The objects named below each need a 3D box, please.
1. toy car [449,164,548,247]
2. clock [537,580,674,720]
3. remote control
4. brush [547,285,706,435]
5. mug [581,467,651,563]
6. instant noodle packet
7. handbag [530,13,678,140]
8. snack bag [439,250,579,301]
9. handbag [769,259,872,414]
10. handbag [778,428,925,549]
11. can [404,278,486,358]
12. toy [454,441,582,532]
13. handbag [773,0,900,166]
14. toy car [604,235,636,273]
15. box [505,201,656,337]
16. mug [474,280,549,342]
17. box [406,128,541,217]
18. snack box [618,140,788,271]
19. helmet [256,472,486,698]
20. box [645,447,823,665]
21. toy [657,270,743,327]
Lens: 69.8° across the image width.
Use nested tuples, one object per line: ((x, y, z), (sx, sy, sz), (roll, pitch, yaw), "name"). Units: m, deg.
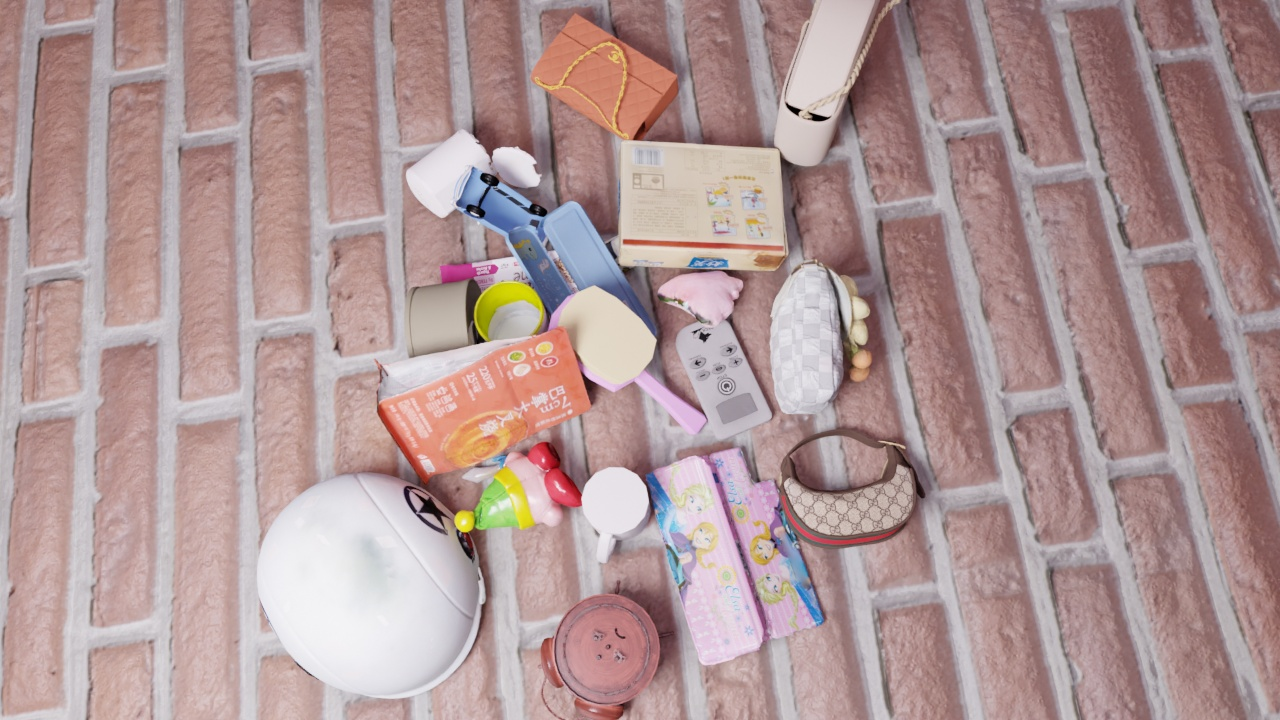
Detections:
((-0.175, -0.190, 1.157), (0.055, 0.153, 0.056), (18, 83, 45), "toy car")
((-0.047, 0.335, 1.031), (0.120, 0.072, 0.157), (41, 79, 12), "clock")
((0.100, 0.019, 1.139), (0.074, 0.019, 0.151), (-22, 75, -4), "remote control")
((-0.007, 0.006, 1.098), (0.228, 0.043, 0.089), (41, 70, -7), "brush")
((-0.031, 0.182, 1.063), (0.073, 0.090, 0.105), (14, 75, 6), "mug")
((-0.175, 0.045, 1.065), (0.221, 0.164, 0.083), (-16, 50, -1), "instant noodle packet")
((-0.050, -0.379, 1.240), (0.172, 0.060, 0.108), (35, 83, 11), "handbag")
((-0.157, -0.103, 1.181), (0.196, 0.016, 0.070), (-8, 90, 1), "snack bag")
((0.216, -0.020, 1.100), (0.123, 0.113, 0.171), (3, 74, -4), "handbag")
((0.247, 0.145, 1.079), (0.166, 0.063, 0.138), (-8, 66, -2), "handbag")
((-0.232, -0.032, 1.114), (0.073, 0.128, 0.127), (-6, 74, 3), "can")
((-0.151, 0.153, 1.080), (0.131, 0.097, 0.124), (-37, 63, 6), "toy")
((0.238, -0.360, 1.140), (0.103, 0.210, 0.208), (20, 84, 7), "handbag")
((-0.011, -0.147, 1.185), (0.105, 0.033, 0.048), (-27, 73, -6), "toy car")
((-0.075, -0.089, 1.143), (0.120, 0.049, 0.209), (-31, 89, -20), "box")
((-0.153, -0.041, 1.123), (0.082, 0.106, 0.082), (-1, 74, 2), "mug")
((-0.215, -0.237, 1.185), (0.136, 0.083, 0.144), (-43, 50, -10), "box")
((0.076, -0.196, 1.165), (0.207, 0.055, 0.153), (2, 71, -6), "snack box")
((-0.306, 0.249, 1.022), (0.236, 0.164, 0.264), (-35, 76, -6), "helmet")
((0.108, 0.218, 1.062), (0.159, 0.066, 0.230), (-17, 74, -2), "box")
((0.081, -0.084, 1.150), (0.093, 0.050, 0.102), (-32, 48, -31), "toy")
